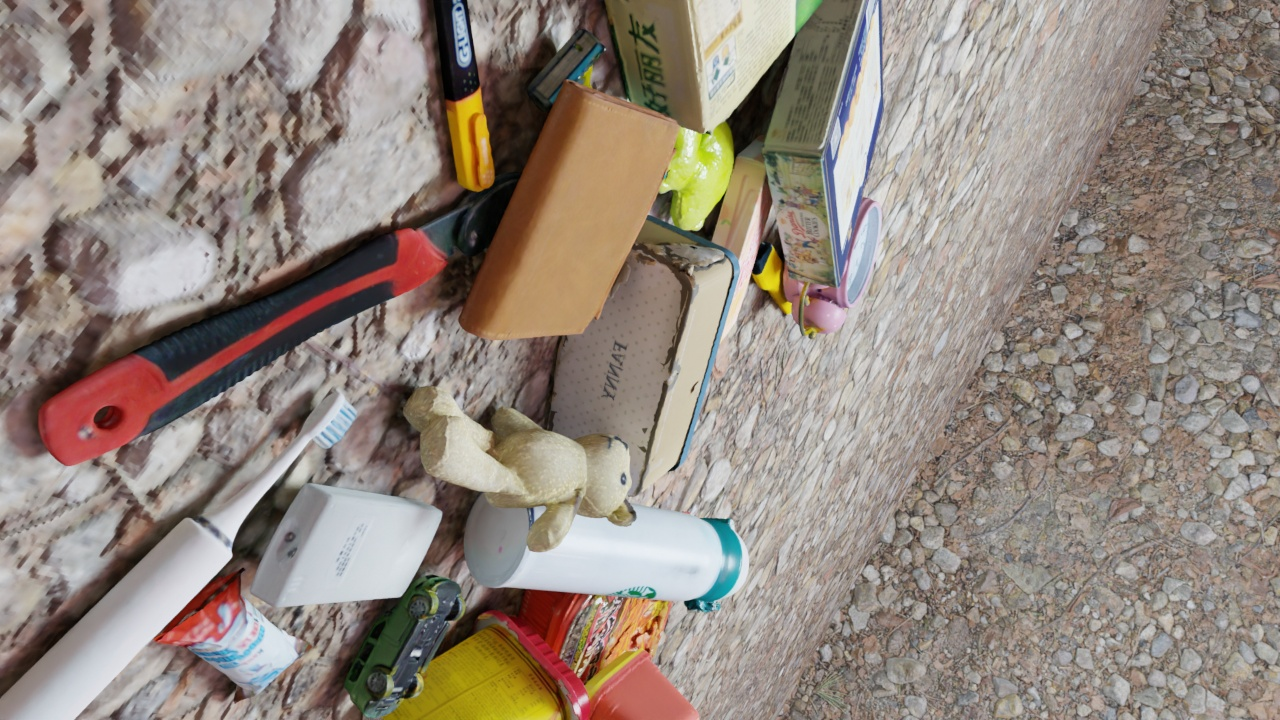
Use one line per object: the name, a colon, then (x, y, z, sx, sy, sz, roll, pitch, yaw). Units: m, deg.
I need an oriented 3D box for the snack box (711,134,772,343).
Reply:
snack box: (0.072, -0.086, 0.694, 0.084, 0.026, 0.157, -50, 157, -59)

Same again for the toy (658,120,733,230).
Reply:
toy: (0.036, -0.130, 0.595, 0.100, 0.031, 0.097, -15, 127, -58)

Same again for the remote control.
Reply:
remote control: (-0.144, 0.095, 0.470, 0.056, 0.019, 0.135, -65, 166, -6)

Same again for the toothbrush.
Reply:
toothbrush: (-0.200, 0.095, 0.378, 0.220, 0.027, 0.026, -50, 134, -25)

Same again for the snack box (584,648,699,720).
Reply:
snack box: (-0.005, 0.284, 0.709, 0.081, 0.080, 0.091, -25, 141, -49)

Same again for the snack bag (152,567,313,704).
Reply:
snack bag: (-0.191, 0.133, 0.436, 0.048, 0.026, 0.104, -39, 148, -26)

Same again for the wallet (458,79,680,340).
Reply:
wallet: (-0.032, -0.073, 0.477, 0.107, 0.031, 0.132, -8, 130, -59)

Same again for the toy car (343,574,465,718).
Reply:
toy car: (-0.143, 0.170, 0.556, 0.091, 0.036, 0.043, -58, 154, -6)

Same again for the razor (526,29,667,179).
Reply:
razor: (-0.015, -0.129, 0.497, 0.043, 0.028, 0.132, -49, 154, 7)

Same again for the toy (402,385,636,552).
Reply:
toy: (-0.064, 0.054, 0.516, 0.066, 0.105, 0.157, -49, 137, 14)

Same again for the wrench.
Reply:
wrench: (-0.124, -0.031, 0.406, 0.272, 0.016, 0.056, -35, 144, -46)

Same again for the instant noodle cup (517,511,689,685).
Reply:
instant noodle cup: (-0.036, 0.205, 0.750, 0.188, 0.079, 0.165, -22, 135, -53)

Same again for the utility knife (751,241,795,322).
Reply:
utility knife: (0.129, -0.068, 0.860, 0.033, 0.015, 0.190, -63, 156, -4)

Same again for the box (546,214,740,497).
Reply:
box: (-0.004, 0.003, 0.592, 0.063, 0.090, 0.185, -32, 145, -49)

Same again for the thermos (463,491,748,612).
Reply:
thermos: (-0.011, 0.134, 0.636, 0.224, 0.073, 0.073, 19, 99, -42)

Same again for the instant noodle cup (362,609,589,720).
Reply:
instant noodle cup: (-0.116, 0.252, 0.618, 0.123, 0.116, 0.116, -14, 129, -44)

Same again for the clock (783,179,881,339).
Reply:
clock: (0.172, -0.090, 0.841, 0.158, 0.060, 0.117, -55, 150, -33)

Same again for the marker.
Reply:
marker: (-0.077, -0.127, 0.396, 0.018, 0.015, 0.124, -47, 151, -38)

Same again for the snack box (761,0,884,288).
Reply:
snack box: (0.142, -0.175, 0.681, 0.182, 0.046, 0.177, 60, 45, -62)

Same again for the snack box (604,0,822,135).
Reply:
snack box: (0.074, -0.249, 0.504, 0.239, 0.063, 0.114, -53, 155, -18)
